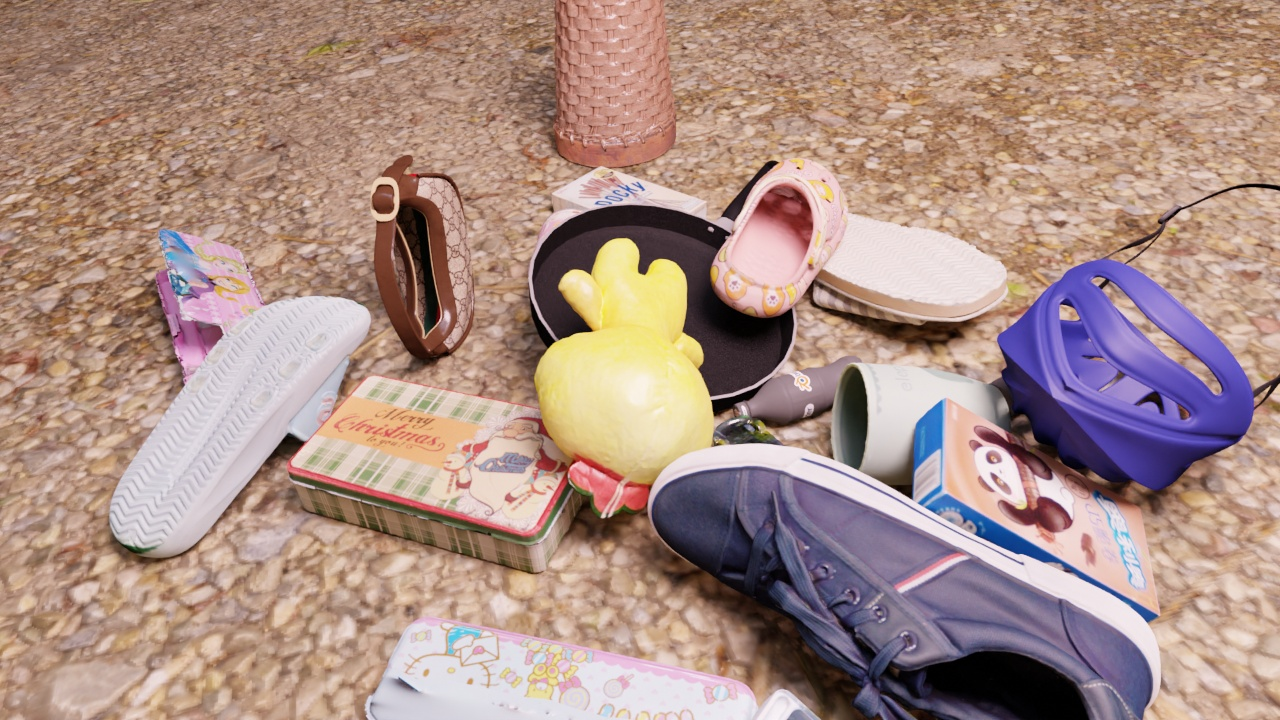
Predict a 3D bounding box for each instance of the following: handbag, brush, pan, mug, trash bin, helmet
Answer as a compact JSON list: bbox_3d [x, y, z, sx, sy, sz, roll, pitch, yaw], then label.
[{"bbox_3d":[-0.187,-0.085,0.773,0.063,0.167,0.138,-2,22,4],"label":"handbag"},{"bbox_3d":[0.055,0.229,0.425,0.075,0.055,0.135,38,57,15],"label":"brush"},{"bbox_3d":[0.050,-0.085,0.807,0.225,0.034,0.355,30,48,11],"label":"pan"},{"bbox_3d":[0.193,0.042,0.653,0.104,0.084,0.111,2,11,-6],"label":"mug"},{"bbox_3d":[-0.037,-0.352,1.068,0.151,0.210,0.151,-3,38,3],"label":"trash bin"},{"bbox_3d":[0.348,-0.021,0.591,0.241,0.228,0.147,5,42,-54],"label":"helmet"}]

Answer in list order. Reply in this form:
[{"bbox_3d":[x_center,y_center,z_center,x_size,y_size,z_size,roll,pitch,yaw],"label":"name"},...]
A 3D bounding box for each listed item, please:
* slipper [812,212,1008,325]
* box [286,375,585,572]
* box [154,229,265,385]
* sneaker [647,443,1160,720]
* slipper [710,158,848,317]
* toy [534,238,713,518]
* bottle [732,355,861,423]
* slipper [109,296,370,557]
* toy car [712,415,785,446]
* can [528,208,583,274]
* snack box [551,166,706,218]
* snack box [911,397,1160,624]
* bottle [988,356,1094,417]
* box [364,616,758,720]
[{"bbox_3d":[0.203,-0.088,0.833,0.114,0.054,0.273,-28,35,-25],"label":"slipper"},{"bbox_3d":[-0.138,0.076,0.662,0.206,0.050,0.117,11,40,20],"label":"box"},{"bbox_3d":[-0.385,-0.051,0.826,0.084,0.077,0.230,-22,41,-21],"label":"box"},{"bbox_3d":[0.117,0.145,0.503,0.295,0.121,0.127,21,32,25],"label":"sneaker"},{"bbox_3d":[0.127,-0.118,0.780,0.093,0.082,0.196,24,51,8],"label":"slipper"},{"bbox_3d":[-0.004,0.004,0.635,0.133,0.092,0.207,21,46,-23],"label":"toy"},{"bbox_3d":[0.124,0.026,0.707,0.109,0.036,0.036,-16,39,-14],"label":"bottle"},{"bbox_3d":[-0.297,0.046,0.701,0.104,0.074,0.244,15,58,25],"label":"slipper"},{"bbox_3d":[0.088,0.074,0.657,0.038,0.027,0.090,-28,45,-22],"label":"toy car"},{"bbox_3d":[-0.067,-0.096,0.858,0.067,0.067,0.076,0,37,5],"label":"can"},{"bbox_3d":[-0.013,-0.162,0.971,0.150,0.026,0.081,25,47,32],"label":"snack box"},{"bbox_3d":[0.237,0.094,0.559,0.151,0.034,0.087,29,41,-5],"label":"snack box"},{"bbox_3d":[0.315,0.011,0.712,0.112,0.030,0.030,-24,42,-23],"label":"bottle"},{"bbox_3d":[-0.045,0.195,0.508,0.214,0.036,0.076,7,40,14],"label":"box"}]
